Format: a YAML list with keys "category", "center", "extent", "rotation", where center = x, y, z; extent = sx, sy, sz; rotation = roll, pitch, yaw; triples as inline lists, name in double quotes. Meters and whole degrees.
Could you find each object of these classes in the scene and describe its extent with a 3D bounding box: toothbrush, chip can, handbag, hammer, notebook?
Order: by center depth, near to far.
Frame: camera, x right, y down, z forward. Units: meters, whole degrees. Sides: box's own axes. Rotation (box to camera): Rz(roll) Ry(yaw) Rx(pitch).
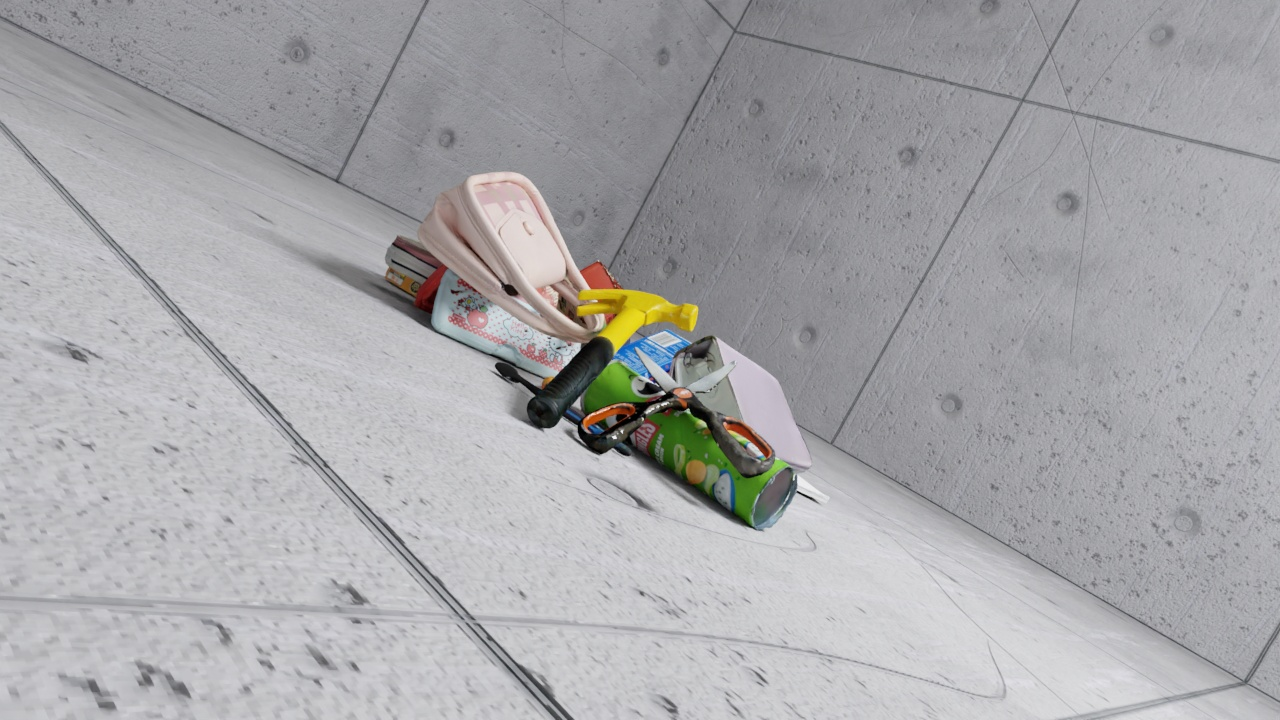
- category: "toothbrush"
  center: [-0.079, 0.048, 0.918]
  extent: [0.189, 0.014, 0.016]
  rotation: [31, -19, 29]
- category: "hammer"
  center: [-0.039, -0.011, 0.919]
  extent: [0.129, 0.033, 0.299]
  rotation: [13, 26, 13]
- category: "chip can"
  center: [0.044, 0.080, 0.923]
  extent: [0.236, 0.072, 0.072]
  rotation: [31, 5, 33]
- category: "handbag"
  center: [-0.130, -0.109, 1.073]
  extent: [0.234, 0.093, 0.193]
  rotation: [49, 20, 1]
- category: "handbag"
  center: [0.118, 0.067, 1.120]
  extent: [0.099, 0.144, 0.197]
  rotation: [-19, -24, 26]
- category: "notebook"
  center: [0.188, 0.156, 1.404]
  extent: [0.150, 0.012, 0.209]
  rotation: [26, 3, -11]

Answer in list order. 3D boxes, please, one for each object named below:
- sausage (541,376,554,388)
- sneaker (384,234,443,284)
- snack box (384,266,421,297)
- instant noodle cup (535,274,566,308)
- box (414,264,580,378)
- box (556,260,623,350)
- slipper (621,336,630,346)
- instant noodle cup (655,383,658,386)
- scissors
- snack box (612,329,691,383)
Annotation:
- category: "sausage"
  center: [-0.085, 0.029, 1.057]
  extent: [0.021, 0.021, 0.165]
  rotation: [29, 3, 9]
- category: "sneaker"
  center: [-0.203, -0.110, 1.177]
  extent: [0.241, 0.088, 0.118]
  rotation: [26, 6, -29]
- category: "snack box"
  center: [-0.265, -0.082, 1.238]
  extent: [0.154, 0.026, 0.075]
  rotation: [30, 4, 17]
- category: "instant noodle cup"
  center: [-0.165, -0.096, 1.455]
  extent: [0.137, 0.138, 0.109]
  rotation: [25, -4, -42]
- category: "box"
  center: [-0.165, -0.033, 1.094]
  extent: [0.201, 0.096, 0.100]
  rotation: [24, 43, -35]
- category: "box"
  center: [-0.058, -0.053, 1.229]
  extent: [0.091, 0.077, 0.169]
  rotation: [51, -25, 17]
- category: "slipper"
  center: [-0.066, -0.023, 1.408]
  extent: [0.252, 0.095, 0.105]
  rotation: [19, 12, -47]
- category: "instant noodle cup"
  center: [0.010, 0.028, 1.293]
  extent: [0.099, 0.099, 0.110]
  rotation: [26, -2, -34]
- category: "scissors"
  center: [0.041, 0.045, 0.885]
  extent: [0.221, 0.022, 0.232]
  rotation: [32, 38, 34]
- category: "snack box"
  center: [-0.007, 0.007, 1.186]
  extent: [0.156, 0.026, 0.084]
  rotation: [-21, 29, -24]
